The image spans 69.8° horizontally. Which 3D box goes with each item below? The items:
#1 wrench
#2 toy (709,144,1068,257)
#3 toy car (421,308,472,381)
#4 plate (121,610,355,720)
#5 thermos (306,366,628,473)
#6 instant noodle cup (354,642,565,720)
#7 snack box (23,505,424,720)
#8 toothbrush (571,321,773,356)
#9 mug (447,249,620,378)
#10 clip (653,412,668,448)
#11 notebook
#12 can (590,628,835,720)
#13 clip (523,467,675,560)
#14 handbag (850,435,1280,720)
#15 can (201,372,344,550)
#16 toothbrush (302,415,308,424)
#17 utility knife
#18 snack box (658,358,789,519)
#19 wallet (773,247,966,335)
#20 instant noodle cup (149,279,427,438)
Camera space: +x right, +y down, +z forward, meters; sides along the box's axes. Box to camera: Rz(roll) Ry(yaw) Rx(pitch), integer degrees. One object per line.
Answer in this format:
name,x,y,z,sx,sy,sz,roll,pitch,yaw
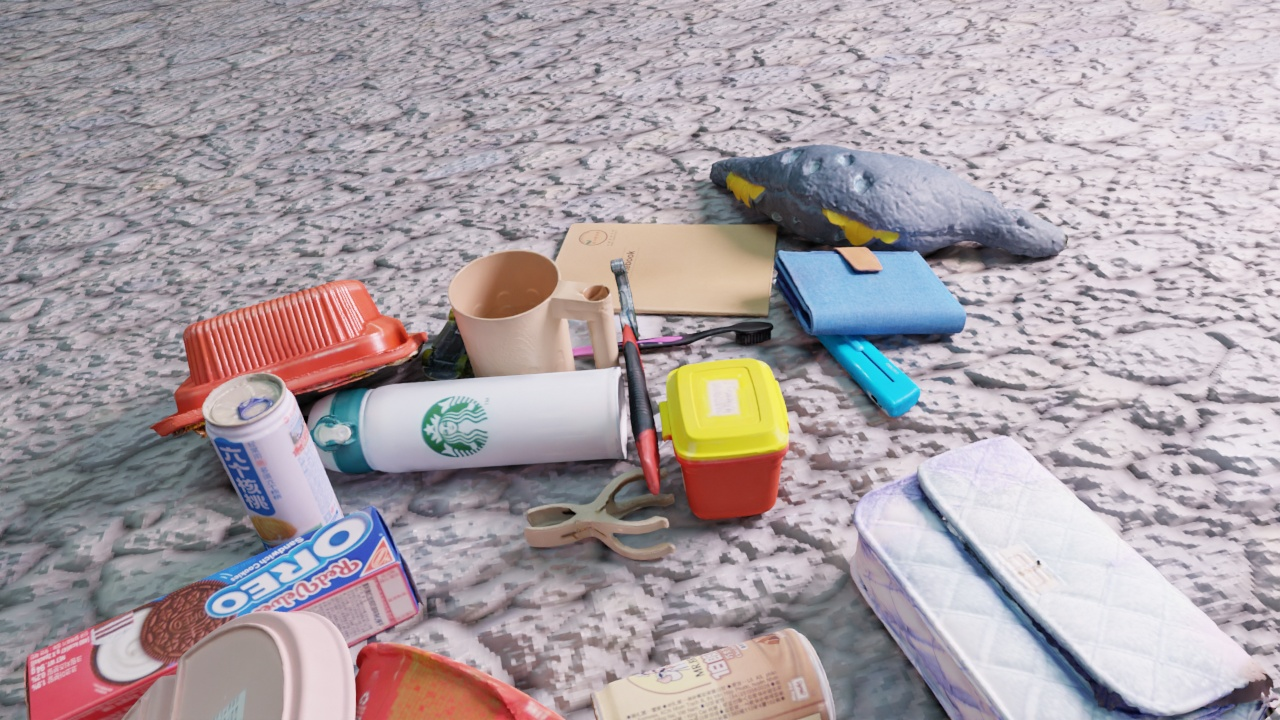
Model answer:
wrench,-0.004,0.004,0.677,0.016,0.056,0.273,-13,34,3
toy,0.205,-0.148,0.850,0.357,0.091,0.137,17,16,26
toy car,-0.146,-0.012,0.764,0.042,0.035,0.090,8,47,20
plate,-0.212,0.212,0.401,0.230,0.028,0.229,-31,34,24
thermos,-0.124,0.045,0.660,0.224,0.073,0.073,-4,38,4
instant noodle cup,-0.095,0.209,0.408,0.138,0.138,0.108,12,51,22
snack box,-0.238,0.161,0.542,0.207,0.058,0.057,-23,44,-19
toothbrush,0.016,-0.013,0.762,0.189,0.018,0.014,-7,37,5
mug,-0.076,-0.017,0.700,0.125,0.104,0.084,7,45,15
clip,0.022,0.044,0.681,0.025,0.031,0.057,29,46,34
notebook,0.020,-0.088,0.856,0.208,0.008,0.147,2,39,11
can,0.036,0.182,0.473,0.116,0.059,0.058,-14,39,-9
clip,-0.020,0.110,0.593,0.103,0.035,0.092,-22,39,-11
handbag,0.211,0.132,0.496,0.134,0.076,0.193,-18,40,-14
can,-0.231,0.075,0.587,0.053,0.135,0.053,-4,38,3
toothbrush,-0.229,0.044,0.723,0.189,0.014,0.016,-9,46,-3
utility knife,0.160,-0.020,0.742,0.034,0.018,0.199,-18,38,-13
snack box,0.055,0.054,0.613,0.082,0.080,0.091,-5,39,0
wallet,0.186,-0.057,0.755,0.133,0.040,0.106,-1,36,-11
instant noodle cup,-0.263,-0.008,0.693,0.188,0.079,0.164,-19,8,-8
